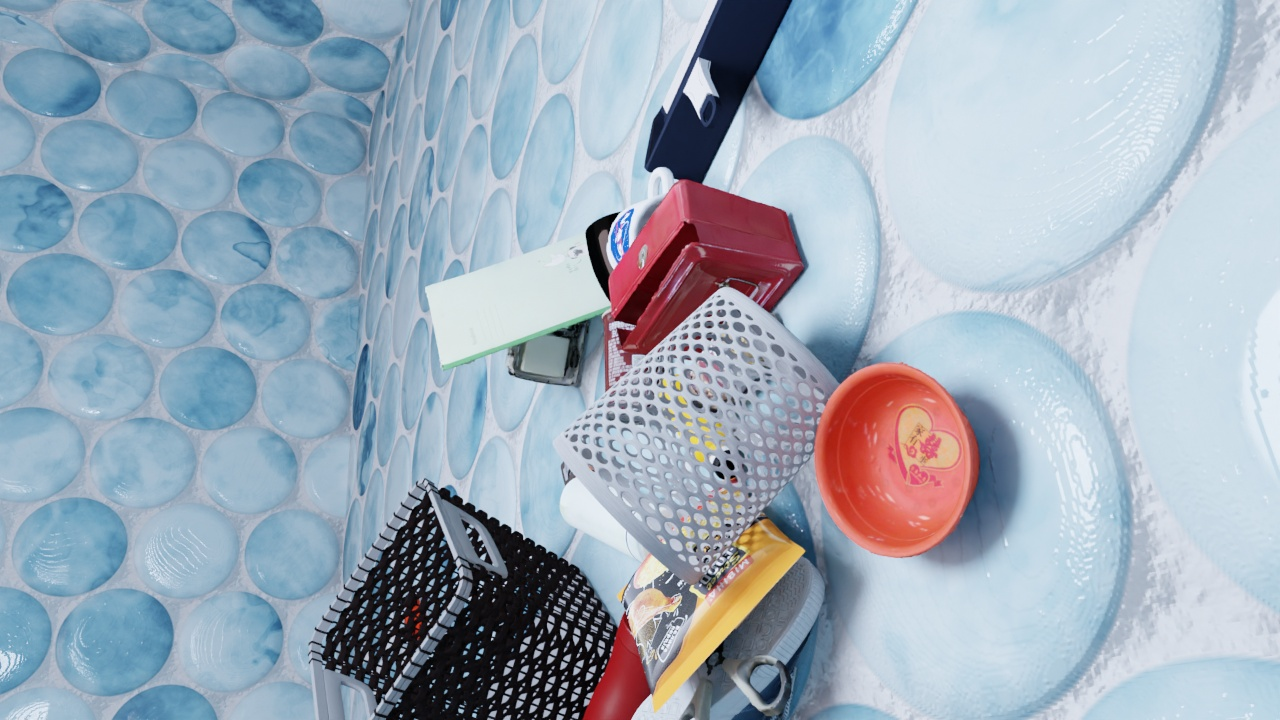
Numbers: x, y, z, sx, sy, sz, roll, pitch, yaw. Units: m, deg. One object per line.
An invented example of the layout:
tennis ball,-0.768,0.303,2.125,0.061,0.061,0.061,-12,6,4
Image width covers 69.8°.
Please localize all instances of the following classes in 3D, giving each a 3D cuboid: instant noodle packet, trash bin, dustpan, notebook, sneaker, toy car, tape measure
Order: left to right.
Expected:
toy car,-0.449,0.508,1.812,0.051,0.048,0.100,-38,49,56
notebook,-0.141,-0.083,1.159,0.181,0.252,0.010,-115,7,-48
tape measure,-0.080,0.137,1.168,0.059,0.038,0.058,-62,32,36
instant noodle packet,0.049,0.181,0.770,0.160,0.032,0.221,-48,12,0
dustpan,0.066,-0.305,0.945,0.237,0.080,0.272,-63,32,34
trash bin,0.051,0.054,0.719,0.183,0.156,0.156,-45,30,-1
sneaker,0.083,0.266,0.749,0.236,0.087,0.089,-52,24,10

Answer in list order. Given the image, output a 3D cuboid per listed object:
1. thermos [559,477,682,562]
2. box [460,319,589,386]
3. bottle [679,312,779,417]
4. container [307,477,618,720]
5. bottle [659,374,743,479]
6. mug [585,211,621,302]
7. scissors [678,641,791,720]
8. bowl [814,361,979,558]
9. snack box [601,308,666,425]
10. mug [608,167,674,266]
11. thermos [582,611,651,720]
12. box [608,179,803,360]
thermos,-0.018,0.173,0.999,0.230,0.067,0.068,5,87,64
box,-0.176,-0.049,1.249,0.105,0.187,0.143,5,84,66
bottle,0.084,0.002,0.846,0.105,0.056,0.056,-54,37,44
container,-0.188,0.325,1.025,0.245,0.243,0.247,-55,29,3
bottle,0.058,0.065,0.897,0.143,0.043,0.043,54,130,55
mug,0.001,-0.114,1.043,0.119,0.084,0.100,-21,73,28
scissors,0.059,0.243,0.697,0.157,0.012,0.171,-59,21,-21
bowl,0.181,0.067,0.626,0.131,0.045,0.130,-5,84,54
snack box,-0.006,0.006,1.016,0.072,0.072,0.121,-33,55,58
mug,0.022,-0.140,0.956,0.090,0.091,0.121,-169,79,-73
thermos,-0.001,0.353,0.905,0.108,0.083,0.199,26,107,29
box,0.057,-0.076,0.850,0.158,0.128,0.087,-53,34,43
